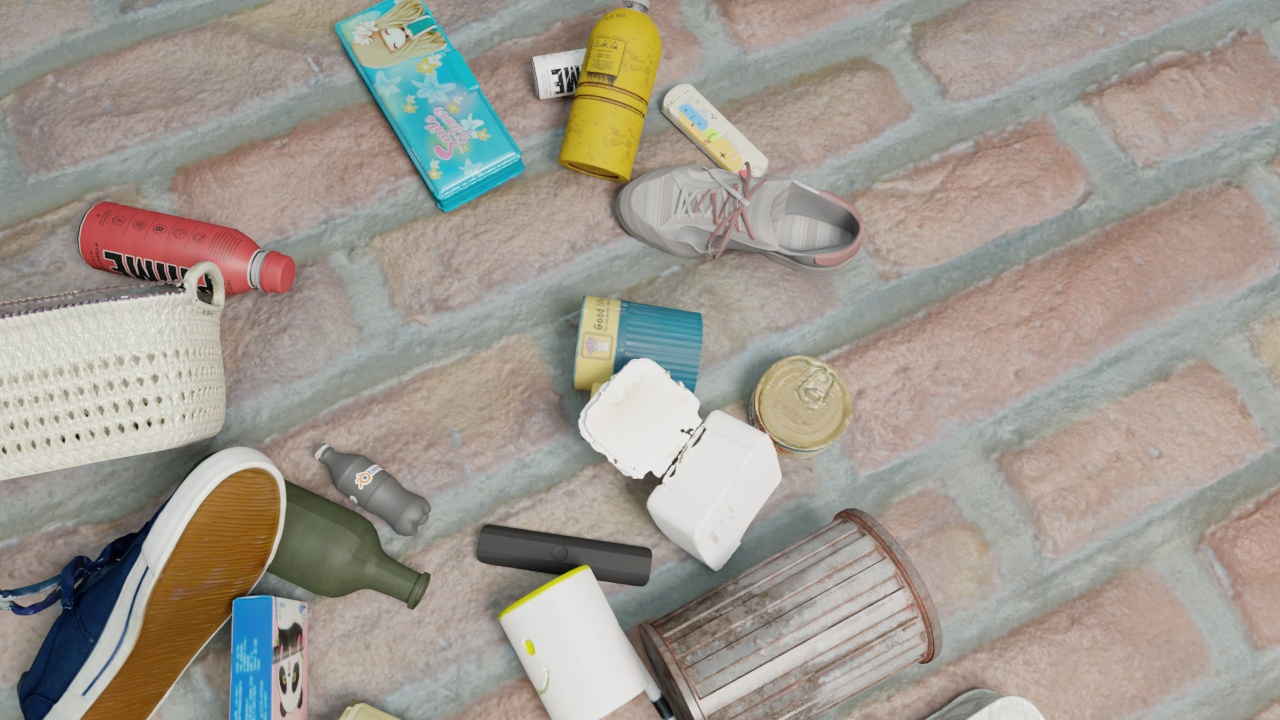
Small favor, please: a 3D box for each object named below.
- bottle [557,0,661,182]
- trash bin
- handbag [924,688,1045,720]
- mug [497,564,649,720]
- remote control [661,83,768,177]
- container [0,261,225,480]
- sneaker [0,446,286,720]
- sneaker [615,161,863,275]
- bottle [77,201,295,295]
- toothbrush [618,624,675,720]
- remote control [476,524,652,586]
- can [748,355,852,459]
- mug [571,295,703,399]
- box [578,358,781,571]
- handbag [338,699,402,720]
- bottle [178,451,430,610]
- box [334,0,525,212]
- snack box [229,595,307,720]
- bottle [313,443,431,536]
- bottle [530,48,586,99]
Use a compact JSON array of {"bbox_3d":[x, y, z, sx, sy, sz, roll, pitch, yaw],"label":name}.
[{"bbox_3d":[-0.024,-0.257,0.857,0.071,0.071,0.164,15,92,2],"label":"bottle"},{"bbox_3d":[0.120,0.211,0.709,0.211,0.131,0.130,-25,75,-12],"label":"trash bin"},{"bbox_3d":[0.248,0.354,0.704,0.194,0.072,0.138,-29,77,-11],"label":"handbag"},{"bbox_3d":[-0.053,0.228,0.724,0.082,0.083,0.106,-27,77,-11],"label":"mug"},{"bbox_3d":[0.073,-0.223,0.908,0.038,0.018,0.125,-42,81,-14],"label":"remote control"},{"bbox_3d":[-0.453,0.013,0.723,0.251,0.185,0.143,-11,93,-10],"label":"container"},{"bbox_3d":[-0.382,0.161,0.684,0.127,0.120,0.295,44,103,24],"label":"sneaker"},{"bbox_3d":[0.095,-0.136,0.838,0.236,0.089,0.099,9,81,0],"label":"sneaker"},{"bbox_3d":[-0.399,-0.094,0.818,0.176,0.062,0.062,12,72,1],"label":"bottle"},{"bbox_3d":[0.015,0.273,0.751,0.017,0.012,0.186,-28,76,-25],"label":"toothbrush"},{"bbox_3d":[-0.064,0.165,0.778,0.147,0.015,0.033,8,72,0],"label":"remote control"},{"bbox_3d":[0.141,0.042,0.813,0.086,0.043,0.086,1,73,-3],"label":"can"},{"bbox_3d":[-0.005,0.005,0.796,0.107,0.083,0.113,8,64,-4],"label":"mug"},{"bbox_3d":[0.040,0.083,0.738,0.101,0.189,0.111,17,63,49],"label":"box"},{"bbox_3d":[-0.194,0.329,0.686,0.119,0.081,0.111,21,60,6],"label":"handbag"},{"bbox_3d":[-0.270,0.145,0.744,0.207,0.071,0.071,23,73,4],"label":"bottle"},{"bbox_3d":[-0.206,-0.256,0.894,0.094,0.039,0.226,-30,75,-10],"label":"box"},{"bbox_3d":[-0.282,0.260,0.699,0.033,0.088,0.154,-5,73,-4],"label":"snack box"},{"bbox_3d":[-0.229,0.107,0.777,0.110,0.036,0.036,34,74,8],"label":"bottle"},{"bbox_3d":[-0.048,-0.288,0.909,0.116,0.041,0.041,-11,73,-6],"label":"bottle"}]
